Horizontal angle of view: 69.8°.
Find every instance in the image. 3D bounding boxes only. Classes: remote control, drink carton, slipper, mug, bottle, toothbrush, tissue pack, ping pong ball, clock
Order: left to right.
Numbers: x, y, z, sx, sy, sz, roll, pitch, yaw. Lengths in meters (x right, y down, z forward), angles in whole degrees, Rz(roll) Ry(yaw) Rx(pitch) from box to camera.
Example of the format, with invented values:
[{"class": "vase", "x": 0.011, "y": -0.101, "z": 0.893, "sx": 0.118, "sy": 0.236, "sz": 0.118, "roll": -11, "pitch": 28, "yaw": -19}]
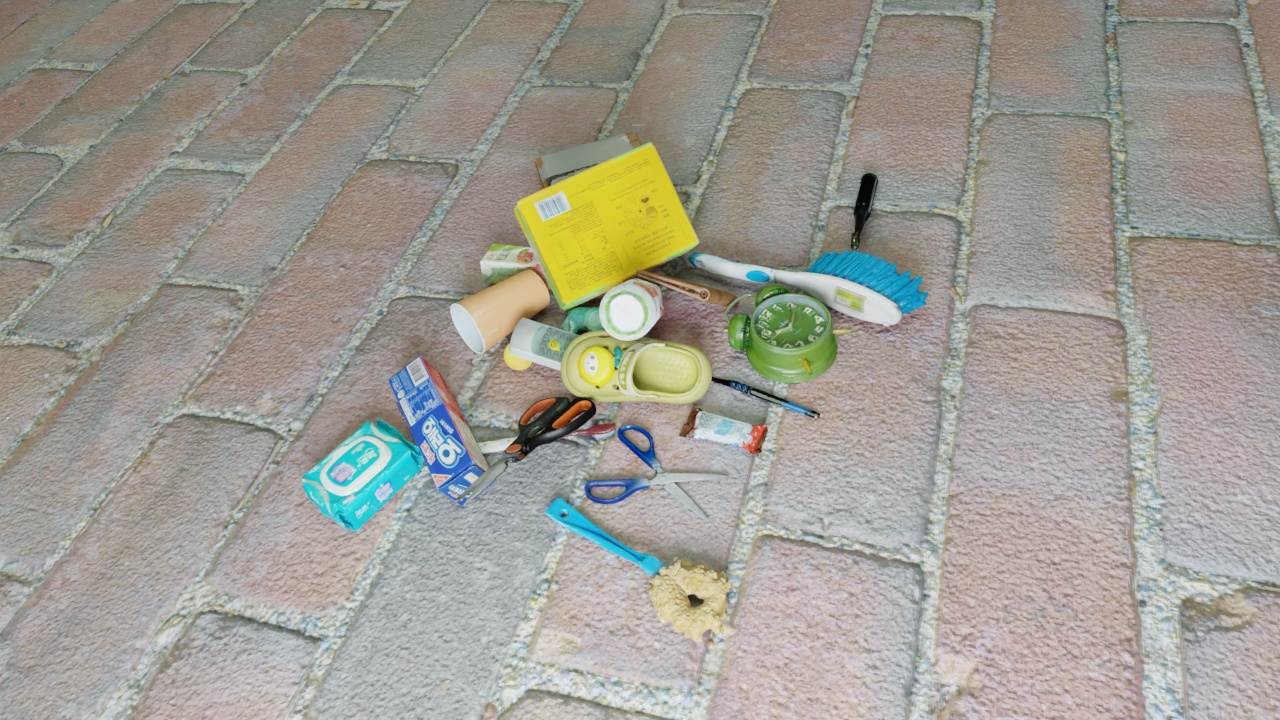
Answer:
[{"class": "tissue pack", "x": -0.337, "y": 0.136, "z": 1.115, "sx": 0.093, "sy": 0.050, "sz": 0.133, "roll": 26, "pitch": 57, "yaw": 30}, {"class": "mug", "x": -0.190, "y": -0.072, "z": 1.265, "sx": 0.122, "sy": 0.078, "sz": 0.078, "roll": -34, "pitch": 51, "yaw": -27}, {"class": "ping pong ball", "x": -0.161, "y": -0.007, "z": 1.219, "sx": 0.040, "sy": 0.040, "sz": 0.040, "roll": -5, "pitch": 48, "yaw": 5}, {"class": "drink carton", "x": -0.165, "y": -0.134, "z": 1.331, "sx": 0.122, "sy": 0.046, "sz": 0.053, "roll": 7, "pitch": 41, "yaw": 14}, {"class": "toothbrush", "x": -0.123, "y": 0.099, "z": 1.135, "sx": 0.187, "sy": 0.017, "sz": 0.016, "roll": -10, "pitch": 51, "yaw": 5}, {"class": "remote control", "x": -0.103, "y": -0.013, "z": 1.199, "sx": 0.135, "sy": 0.019, "sz": 0.056, "roll": 19, "pitch": 52, "yaw": -1}, {"class": "slipper", "x": -0.007, "y": 0.007, "z": 1.134, "sx": 0.190, "sy": 0.081, "sz": 0.091, "roll": 5, "pitch": 82, "yaw": 5}, {"class": "bottle", "x": -0.005, "y": -0.071, "z": 1.173, "sx": 0.068, "sy": 0.068, "sz": 0.196, "roll": -3, "pitch": 9, "yaw": 8}, {"class": "toothbrush", "x": 0.135, "y": 0.037, "z": 1.144, "sx": 0.190, "sy": 0.016, "sz": 0.014, "roll": 21, "pitch": 60, "yaw": 25}, {"class": "clock", "x": 0.179, "y": -0.039, "z": 1.176, "sx": 0.161, "sy": 0.056, "sz": 0.115, "roll": 30, "pitch": 59, "yaw": 32}, {"class": "toothbrush", "x": 0.313, "y": -0.211, "z": 1.294, "sx": 0.026, "sy": 0.027, "sz": 0.212, "roll": 2, "pitch": 34, "yaw": 19}]

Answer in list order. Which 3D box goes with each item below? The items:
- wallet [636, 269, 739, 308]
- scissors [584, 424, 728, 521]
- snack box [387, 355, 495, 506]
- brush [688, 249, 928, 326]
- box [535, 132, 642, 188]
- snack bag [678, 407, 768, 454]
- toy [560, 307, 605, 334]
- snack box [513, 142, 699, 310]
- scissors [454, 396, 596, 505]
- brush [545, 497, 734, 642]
[{"class": "wallet", "x": 0.064, "y": -0.098, "z": 1.232, "sx": 0.115, "sy": 0.101, "sz": 0.020, "roll": 21, "pitch": 98, "yaw": 29}, {"class": "scissors", "x": 0.014, "y": 0.134, "z": 1.080, "sx": 0.162, "sy": 0.012, "sz": 0.174, "roll": -19, "pitch": 49, "yaw": -9}, {"class": "snack box", "x": -0.248, "y": 0.084, "z": 1.133, "sx": 0.057, "sy": 0.058, "sz": 0.207, "roll": -37, "pitch": 50, "yaw": -1}, {"class": "brush", "x": 0.219, "y": -0.115, "z": 1.234, "sx": 0.315, "sy": 0.061, "sz": 0.109, "roll": 26, "pitch": 51, "yaw": 33}, {"class": "box", "x": -0.059, "y": -0.275, "z": 1.426, "sx": 0.177, "sy": 0.082, "sz": 0.259, "roll": -17, "pitch": 43, "yaw": -5}, {"class": "snack bag", "x": 0.101, "y": 0.084, "z": 1.099, "sx": 0.105, "sy": 0.026, "sz": 0.045, "roll": 13, "pitch": 61, "yaw": 22}, {"class": "toy", "x": -0.073, "y": -0.050, "z": 1.246, "sx": 0.092, "sy": 0.030, "sz": 0.096, "roll": 3, "pitch": 54, "yaw": 39}, {"class": "snack box", "x": -0.047, "y": -0.182, "z": 1.263, "sx": 0.210, "sy": 0.070, "sz": 0.157, "roll": -26, "pitch": 93, "yaw": -10}, {"class": "scissors", "x": -0.150, "y": 0.104, "z": 1.092, "sx": 0.234, "sy": 0.022, "sz": 0.149, "roll": -28, "pitch": 27, "yaw": -27}, {"class": "brush", "x": -0.007, "y": 0.217, "z": 0.996, "sx": 0.255, "sy": 0.046, "sz": 0.083, "roll": 26, "pitch": 61, "yaw": 34}]
